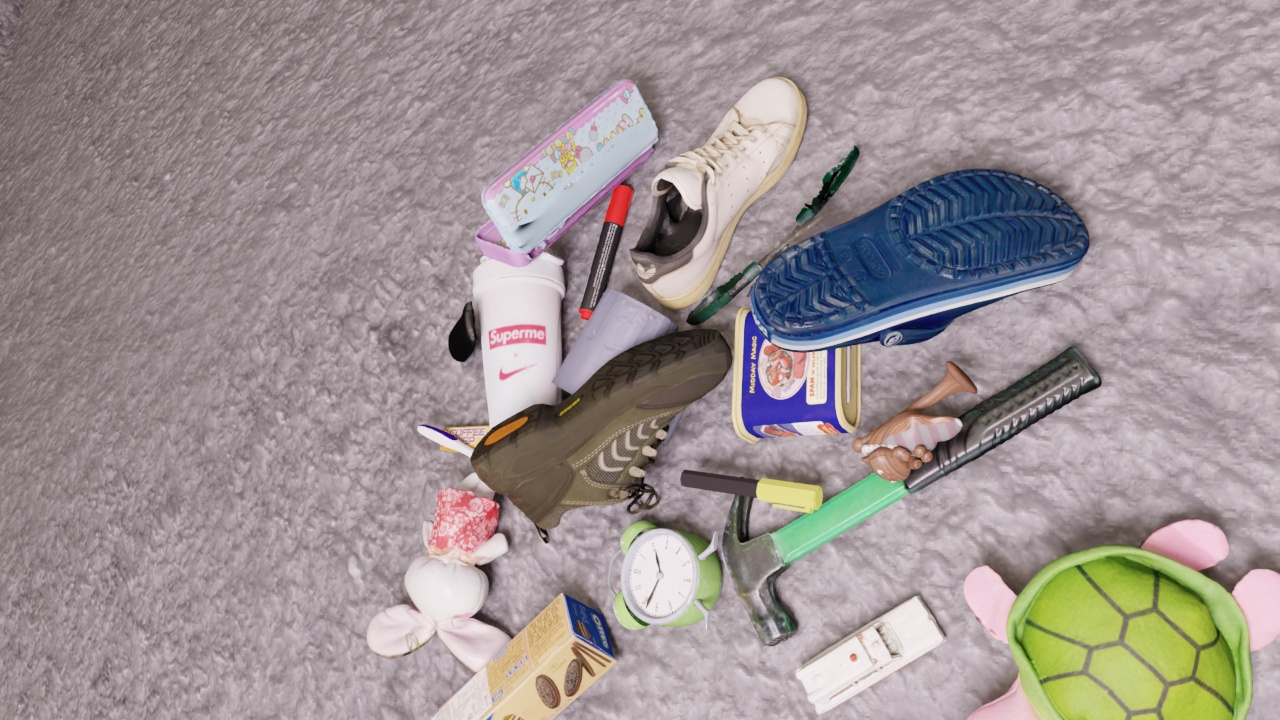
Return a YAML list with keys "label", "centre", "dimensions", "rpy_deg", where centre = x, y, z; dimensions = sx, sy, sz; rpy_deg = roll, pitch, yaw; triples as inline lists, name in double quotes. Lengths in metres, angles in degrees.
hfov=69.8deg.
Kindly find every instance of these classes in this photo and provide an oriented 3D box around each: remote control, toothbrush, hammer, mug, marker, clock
- label: "remote control"
  centre: [-0.185, -0.028, 0.957]
  dimensions: [0.152, 0.020, 0.041]
  rpy_deg: [152, 113, -71]
- label: "toothbrush"
  centre: [-0.159, 0.102, 0.937]
  dimensions: [0.187, 0.016, 0.015]
  rpy_deg: [22, 110, 29]
- label: "hammer"
  centre: [0.200, 0.090, 0.712]
  dimensions: [0.319, 0.032, 0.130]
  rpy_deg: [-35, 57, 18]
- label: "mug"
  centre: [-0.005, 0.005, 0.857]
  dimensions: [0.124, 0.084, 0.104]
  rpy_deg: [28, 87, 13]
- label: "marker"
  centre: [-0.037, -0.111, 0.948]
  dimensions: [0.023, 0.021, 0.145]
  rpy_deg: [-7, 66, 64]
- label: "clock"
  centre: [0.020, 0.186, 0.786]
  dimensions: [0.120, 0.042, 0.094]
  rpy_deg: [-3, 72, 37]
- label: "marker"
  centre: [0.087, 0.105, 0.748]
  dimensions: [0.124, 0.017, 0.021]
  rpy_deg: [4, 74, 35]

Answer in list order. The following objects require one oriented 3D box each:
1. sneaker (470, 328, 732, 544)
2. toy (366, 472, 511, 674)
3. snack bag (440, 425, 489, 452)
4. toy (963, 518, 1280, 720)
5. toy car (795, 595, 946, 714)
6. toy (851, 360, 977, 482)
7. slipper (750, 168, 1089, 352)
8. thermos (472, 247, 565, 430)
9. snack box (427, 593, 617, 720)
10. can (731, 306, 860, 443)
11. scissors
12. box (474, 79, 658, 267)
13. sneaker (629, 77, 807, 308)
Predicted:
- label: "sneaker"
  centre: [-0.010, 0.080, 0.778]
  dimensions: [0.238, 0.143, 0.101]
  rpy_deg: [-29, 15, 4]
- label: "toy"
  centre: [-0.182, 0.203, 0.895]
  dimensions: [0.159, 0.084, 0.194]
  rpy_deg: [3, 70, 15]
- label: "snack bag"
  centre: [-0.177, 0.083, 0.971]
  dimensions: [0.099, 0.020, 0.026]
  rpy_deg: [-4, 70, 32]
- label: "toy"
  centre: [0.290, 0.200, 0.577]
  dimensions: [0.238, 0.087, 0.190]
  rpy_deg: [-44, 72, 7]
- label: "toy car"
  centre: [0.167, 0.218, 0.680]
  dimensions: [0.113, 0.039, 0.039]
  rpy_deg: [-38, 56, 17]
- label: "toy"
  centre: [0.204, 0.052, 0.680]
  dimensions: [0.102, 0.041, 0.054]
  rpy_deg: [-39, 34, 24]
- label: "slipper"
  centre: [0.208, -0.067, 0.713]
  dimensions: [0.253, 0.095, 0.105]
  rpy_deg: [-16, 57, 1]
- label: "thermos"
  centre: [-0.116, -0.013, 0.926]
  dimensions: [0.099, 0.099, 0.220]
  rpy_deg: [-16, 69, 28]
- label: "snack box"
  centre: [-0.114, 0.301, 0.820]
  dimensions: [0.207, 0.057, 0.056]
  rpy_deg: [-45, 31, 12]
- label: "can"
  centre: [0.132, 0.008, 0.770]
  dimensions: [0.092, 0.056, 0.116]
  rpy_deg: [-6, 70, 30]
- label: "scissors"
  centre: [0.117, -0.103, 0.815]
  dimensions: [0.201, 0.015, 0.202]
  rpy_deg: [-52, 10, -36]
- label: "box"
  centre: [-0.079, -0.193, 0.905]
  dimensions: [0.089, 0.093, 0.213]
  rpy_deg: [23, 58, 38]
- label: "sneaker"
  centre: [0.061, -0.170, 0.852]
  dimensions: [0.089, 0.102, 0.241]
  rpy_deg: [29, 89, 37]
